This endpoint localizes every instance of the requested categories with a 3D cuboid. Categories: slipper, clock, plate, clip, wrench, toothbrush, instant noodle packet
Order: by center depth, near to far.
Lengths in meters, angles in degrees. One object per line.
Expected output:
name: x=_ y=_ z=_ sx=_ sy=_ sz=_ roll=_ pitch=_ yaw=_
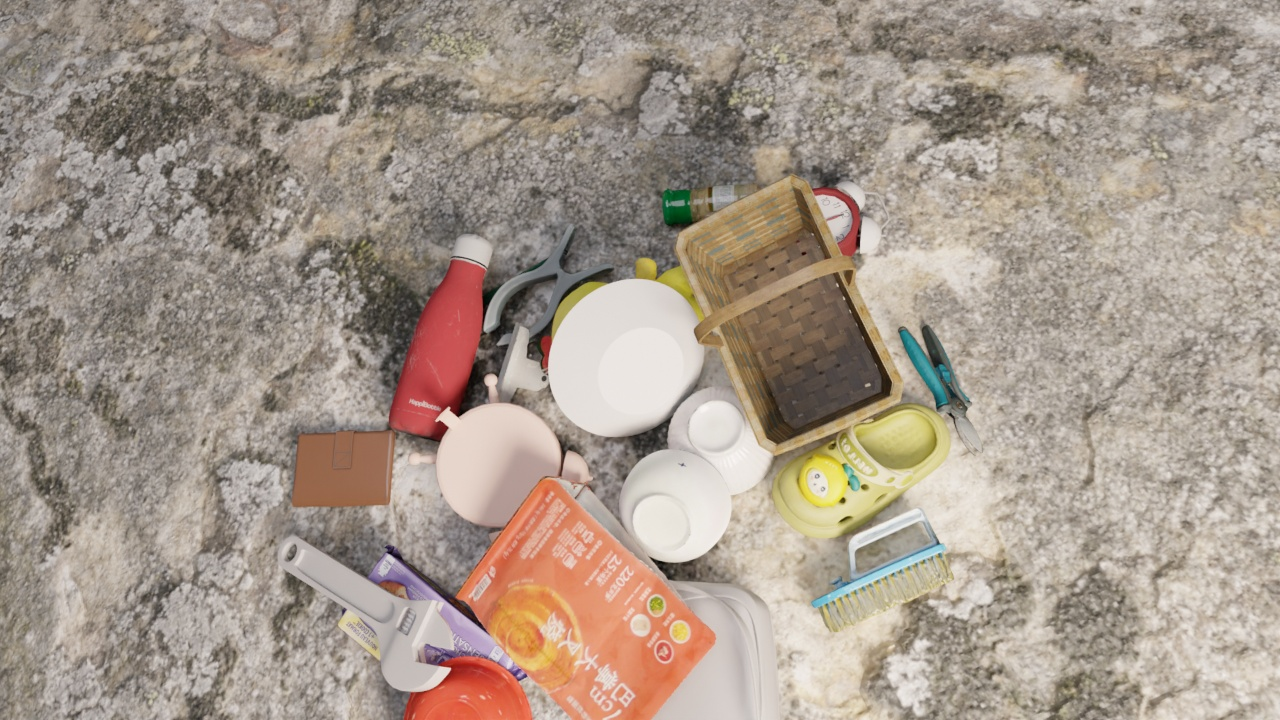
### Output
instant noodle packet: x=-0.050 y=0.242 z=0.875 sx=0.221 sy=0.084 sz=0.164 roll=42 pitch=101 yaw=29
slipper: x=0.221 y=0.104 z=0.904 sx=0.190 sy=0.081 sz=0.091 roll=-30 pitch=70 yaw=-2
wrench: x=-0.289 y=0.249 z=0.930 sx=0.274 sy=0.018 sz=0.086 roll=16 pitch=77 yaw=34
plate: x=-0.006 y=0.005 z=0.943 sx=0.174 sy=0.174 sz=0.036 roll=-41 pitch=29 yaw=-4
clock: x=-0.147 y=0.112 z=0.968 sx=0.160 sy=0.086 sz=0.131 roll=44 pitch=84 yaw=0
clock: x=0.210 y=-0.150 z=1.014 sx=0.124 sy=0.044 sz=0.087 roll=-20 pitch=68 yaw=6
clip: x=-0.135 y=0.011 z=1.034 sx=0.057 sy=0.053 sz=0.102 roll=22 pitch=97 yaw=33
clip: x=-0.122 y=-0.091 z=1.063 sx=0.163 sy=0.028 sz=0.106 roll=-39 pitch=80 yaw=-2
toothbrush: x=-0.176 y=-0.079 z=1.088 sx=0.190 sy=0.017 sz=0.016 roll=-29 pitch=68 yaw=1

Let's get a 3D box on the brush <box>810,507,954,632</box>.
brush: x=0.224 y=0.202 z=0.879 sx=0.136 sy=0.055 sz=0.075 roll=-25 pitch=72 yaw=3

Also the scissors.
scissors: x=0.310 y=0.023 z=0.936 sx=0.131 sy=0.019 sz=0.149 roll=35 pitch=47 yaw=-7

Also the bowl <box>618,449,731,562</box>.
bowl: x=0.029 y=0.151 z=0.911 sx=0.113 sy=0.063 sz=0.113 roll=4 pitch=105 yaw=17

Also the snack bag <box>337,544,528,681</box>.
snack bag: x=-0.209 y=0.288 z=0.944 sx=0.205 sy=0.058 sz=0.096 roll=34 pitch=85 yaw=17

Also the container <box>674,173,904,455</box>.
container: x=0.140 y=-0.047 z=0.891 sx=0.158 sy=0.186 sz=0.249 roll=-26 pitch=76 yaw=15

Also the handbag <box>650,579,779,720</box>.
handbag: x=0.017 y=0.316 z=0.874 sx=0.223 sy=0.095 sz=0.215 roll=-10 pitch=67 yaw=22

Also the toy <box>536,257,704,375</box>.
toy: x=-0.014 y=-0.035 z=0.998 sx=0.207 sy=0.092 sz=0.134 roll=-25 pitch=82 yaw=-6

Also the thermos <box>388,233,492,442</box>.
thermos: x=-0.218 y=-0.030 z=1.040 sx=0.073 sy=0.073 sz=0.239 roll=11 pitch=78 yaw=16

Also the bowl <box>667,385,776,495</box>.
bowl: x=0.082 y=0.077 z=0.952 sx=0.118 sy=0.062 sz=0.118 roll=-4 pitch=70 yaw=11

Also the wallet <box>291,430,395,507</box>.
wallet: x=-0.341 y=0.124 z=1.054 sx=0.121 sy=0.013 sz=0.087 roll=-3 pitch=75 yaw=11

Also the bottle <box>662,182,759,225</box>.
bottle: x=0.082 y=-0.180 z=1.054 sx=0.111 sy=0.043 sz=0.043 roll=-4 pitch=70 yaw=10

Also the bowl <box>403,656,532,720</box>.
bowl: x=-0.169 y=0.350 z=0.868 sx=0.130 sy=0.045 sz=0.130 roll=-2 pitch=79 yaw=8
